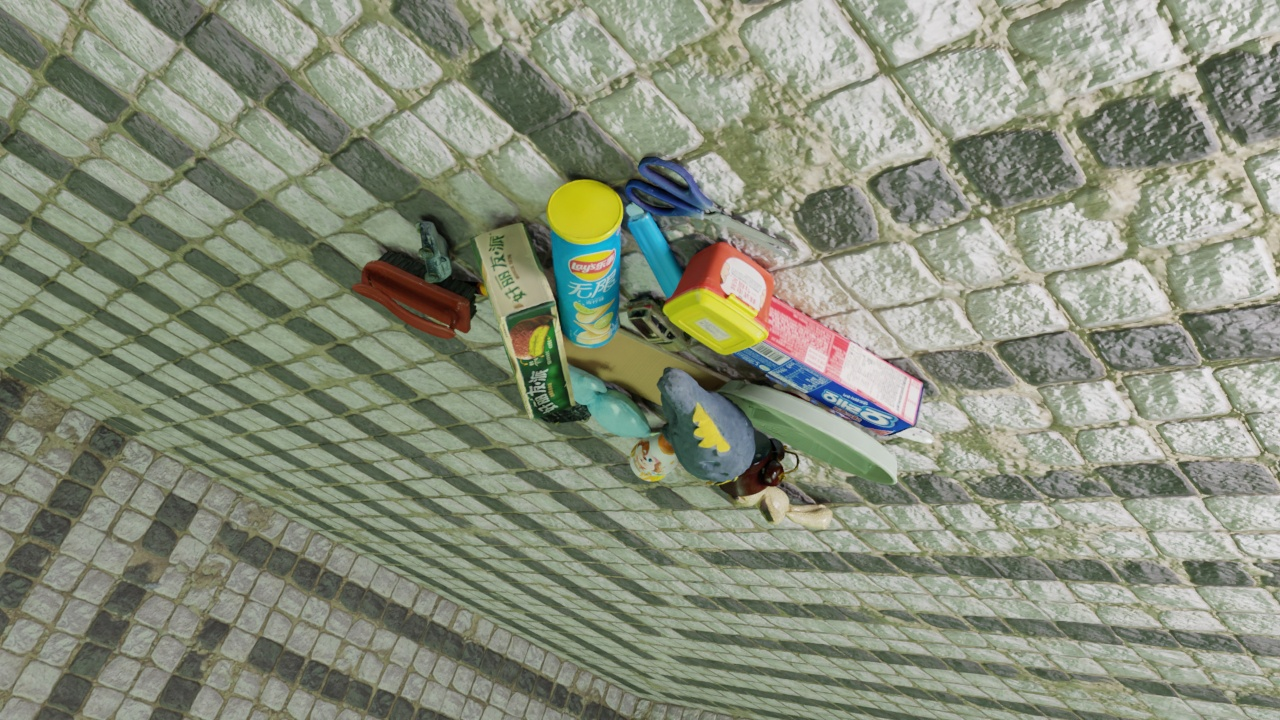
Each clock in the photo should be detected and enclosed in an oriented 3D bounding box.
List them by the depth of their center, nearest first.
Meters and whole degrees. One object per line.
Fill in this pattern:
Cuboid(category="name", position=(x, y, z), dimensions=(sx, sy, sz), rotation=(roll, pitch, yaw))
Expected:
Cuboid(category="clock", position=(0.146, 0.133, 1.197), dimensions=(0.122, 0.081, 0.055), rotation=(-6, 122, 14))

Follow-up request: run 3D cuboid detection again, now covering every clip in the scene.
Cuboid(category="clip", position=(0.193, 0.024, 1.018), dimensions=(0.100, 0.070, 0.035), rotation=(23, 155, -20))

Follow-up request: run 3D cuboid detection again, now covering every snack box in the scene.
Cuboid(category="snack box", position=(0.082, -0.062, 0.890), dimensions=(0.091, 0.080, 0.082), rotation=(32, 152, -22))
Cuboid(category="snack box", position=(0.198, 0.010, 0.966), dimensions=(0.207, 0.058, 0.057), rotation=(28, 152, -14))
Cuboid(category="snack box", position=(-0.127, -0.037, 1.032), dimensions=(0.063, 0.114, 0.240), rotation=(-19, 153, -8))

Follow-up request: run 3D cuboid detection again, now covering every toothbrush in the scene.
Cuboid(category="toothbrush", position=(0.253, 0.068, 1.084), dimensions=(0.187, 0.016, 0.017), rotation=(16, 161, 9))

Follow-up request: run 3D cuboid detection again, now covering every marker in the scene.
Cuboid(category="marker", position=(-0.203, -0.089, 1.110), dimensions=(0.124, 0.015, 0.018), rotation=(9, 150, 26))

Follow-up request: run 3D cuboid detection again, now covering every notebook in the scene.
Cuboid(category="notebook", position=(-0.007, 0.007, 1.155), dimensions=(0.211, 0.012, 0.150), rotation=(25, 154, -8))

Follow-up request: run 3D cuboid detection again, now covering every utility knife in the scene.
Cuboid(category="utility knife", position=(0.021, -0.103, 0.925), dimensions=(0.034, 0.018, 0.161), rotation=(0, 145, 28))

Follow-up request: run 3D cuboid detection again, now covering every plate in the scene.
Cuboid(category="plate", position=(0.193, 0.081, 1.064), dimensions=(0.230, 0.027, 0.230), rotation=(26, 172, 4))

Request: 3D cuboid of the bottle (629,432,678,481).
Cuboid(category="bottle", position=(0.026, 0.132, 1.306), dimensions=(0.063, 0.063, 0.109), rotation=(24, 153, -8))

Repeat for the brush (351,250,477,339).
Cuboid(category="brush", position=(-0.271, -0.078, 1.098), dimensions=(0.146, 0.069, 0.063), rotation=(25, 147, 8))

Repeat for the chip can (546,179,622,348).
Cuboid(category="chip can", position=(-0.055, -0.091, 0.939), dimensions=(0.071, 0.071, 0.211), rotation=(17, 153, 7))

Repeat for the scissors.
Cuboid(category="scissors", position=(0.069, -0.139, 0.834), dimensions=(0.174, 0.012, 0.126), rotation=(12, 152, 14))

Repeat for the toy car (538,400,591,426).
Cuboid(category="toy car", position=(-0.113, 0.069, 1.318), dimensions=(0.106, 0.031, 0.049), rotation=(-11, 139, 44))

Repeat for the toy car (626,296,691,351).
Cuboid(category="toy car", position=(0.021, -0.037, 1.029), dimensions=(0.042, 0.035, 0.090), rotation=(-3, 147, 40))

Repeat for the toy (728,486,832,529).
Cuboid(category="toy", position=(0.203, 0.207, 1.336), dimensions=(0.157, 0.066, 0.105), rotation=(20, -164, -8))

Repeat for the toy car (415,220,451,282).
Cuboid(category="toy car", position=(-0.235, -0.123, 1.040), dimensions=(0.034, 0.043, 0.091), rotation=(-7, 156, -7))

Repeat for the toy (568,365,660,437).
Cuboid(category="toy", position=(-0.044, 0.060, 1.232), dimensions=(0.156, 0.049, 0.161), rotation=(32, 164, 7))

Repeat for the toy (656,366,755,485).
Cuboid(category="toy", position=(0.071, 0.083, 1.076), dimensions=(0.138, 0.091, 0.356), rotation=(40, 172, 7))
